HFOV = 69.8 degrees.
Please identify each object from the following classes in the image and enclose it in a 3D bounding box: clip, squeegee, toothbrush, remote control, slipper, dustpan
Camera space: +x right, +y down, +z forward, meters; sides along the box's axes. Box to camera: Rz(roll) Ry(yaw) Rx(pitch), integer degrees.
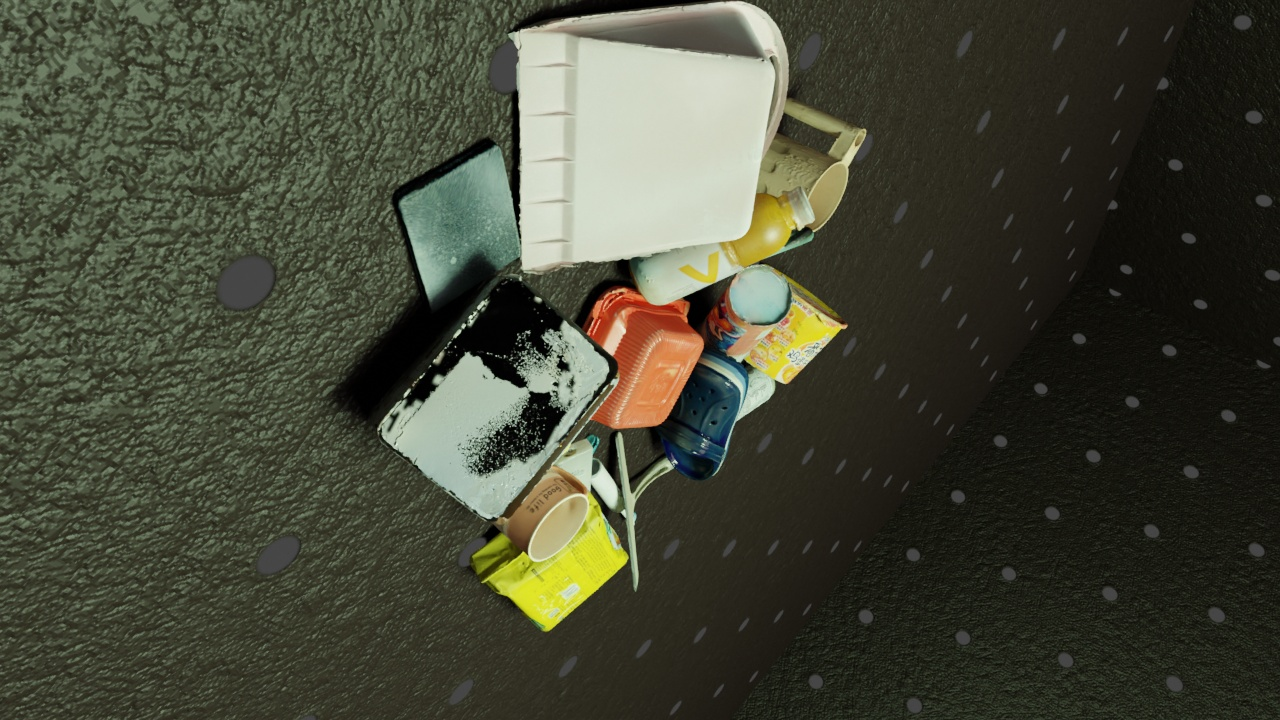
[{"bbox_3d":[-0.068,0.113,1.096,0.057,0.015,0.049,-59,150,9],"label":"clip"},{"bbox_3d":[0.037,0.148,1.278,0.245,0.039,0.247,-37,130,-44],"label":"squeegee"},{"bbox_3d":[-0.036,0.179,1.205,0.026,0.027,0.221,-62,156,-19],"label":"toothbrush"},{"bbox_3d":[-0.085,0.142,1.070,0.056,0.019,0.135,-24,149,-21],"label":"remote control"},{"bbox_3d":[0.062,0.078,1.136,0.095,0.105,0.253,-55,163,-33],"label":"slipper"},{"bbox_3d":[0.014,-0.205,0.813,0.273,0.138,0.223,-1,130,-11],"label":"dustpan"}]

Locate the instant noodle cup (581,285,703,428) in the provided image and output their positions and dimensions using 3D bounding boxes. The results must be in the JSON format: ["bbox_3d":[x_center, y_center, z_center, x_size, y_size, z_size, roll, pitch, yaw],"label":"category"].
[{"bbox_3d":[-0.006,0.006,1.006,0.188,0.079,0.165,2,118,-57],"label":"instant noodle cup"}]

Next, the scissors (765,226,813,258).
[{"bbox_3d":[0.120,-0.118,1.016,0.169,0.179,0.019,-31,103,-51],"label":"scissors"}]

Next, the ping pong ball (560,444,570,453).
[{"bbox_3d":[-0.095,0.084,0.991,0.040,0.040,0.040,-38,148,-30],"label":"ping pong ball"}]

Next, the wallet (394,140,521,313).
[{"bbox_3d":[-0.143,-0.105,0.732,0.097,0.019,0.121,-39,147,-27],"label":"wallet"}]

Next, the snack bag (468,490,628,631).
[{"bbox_3d":[-0.098,0.246,1.106,0.158,0.068,0.247,-36,151,-9],"label":"snack bag"}]

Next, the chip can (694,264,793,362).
[{"bbox_3d":[0.113,-0.044,1.057,0.071,0.071,0.215,-48,177,-14],"label":"chip can"}]

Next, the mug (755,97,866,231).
[{"bbox_3d":[0.173,-0.219,1.014,0.084,0.103,0.125,9,113,-60],"label":"mug"}]

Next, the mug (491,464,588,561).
[{"bbox_3d":[-0.110,0.139,0.956,0.114,0.106,0.082,-17,134,-51],"label":"mug"}]

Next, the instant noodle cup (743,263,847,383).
[{"bbox_3d":[0.183,-0.044,1.205,0.110,0.138,0.138,-54,154,14],"label":"instant noodle cup"}]

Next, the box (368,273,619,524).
[{"bbox_3d":[-0.131,0.029,0.830,0.157,0.193,0.183,42,81,-19],"label":"box"}]

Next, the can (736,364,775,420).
[{"bbox_3d":[0.128,0.056,1.296,0.146,0.058,0.058,-29,143,-41],"label":"can"}]

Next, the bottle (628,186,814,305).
[{"bbox_3d":[0.082,-0.119,0.926,0.190,0.068,0.068,-23,158,17],"label":"bottle"}]

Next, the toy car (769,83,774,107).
[{"bbox_3d":[0.111,-0.257,0.952,0.105,0.032,0.048,-58,155,-20],"label":"toy car"}]
